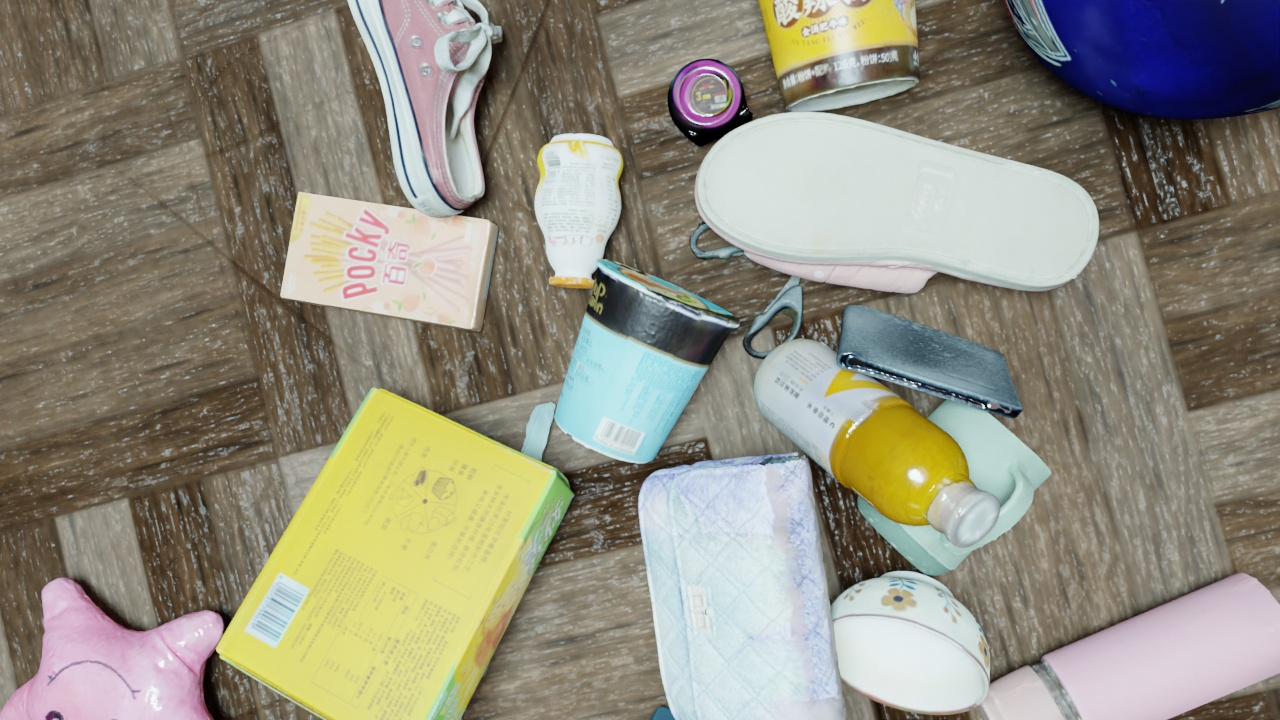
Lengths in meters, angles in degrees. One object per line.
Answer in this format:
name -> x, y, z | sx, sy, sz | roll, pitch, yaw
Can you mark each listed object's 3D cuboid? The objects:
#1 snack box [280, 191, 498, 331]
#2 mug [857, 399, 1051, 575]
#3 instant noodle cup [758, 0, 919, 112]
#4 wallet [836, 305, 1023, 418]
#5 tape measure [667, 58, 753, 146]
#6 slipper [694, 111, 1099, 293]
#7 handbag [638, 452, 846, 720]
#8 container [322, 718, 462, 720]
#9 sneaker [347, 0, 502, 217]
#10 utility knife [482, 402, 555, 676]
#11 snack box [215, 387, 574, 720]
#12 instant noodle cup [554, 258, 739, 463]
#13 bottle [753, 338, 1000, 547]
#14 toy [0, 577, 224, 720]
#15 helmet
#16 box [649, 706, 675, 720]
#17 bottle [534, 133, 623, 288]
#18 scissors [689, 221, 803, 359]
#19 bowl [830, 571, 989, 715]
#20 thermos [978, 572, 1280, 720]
snack box -> -0.193, -0.076, 0.706 | 0.157, 0.026, 0.084 | 9, 90, 6
mug -> 0.211, 0.090, 0.614 | 0.082, 0.111, 0.106 | 42, 96, -16
instant noodle cup -> 0.136, -0.237, 0.630 | 0.118, 0.118, 0.114 | -9, 96, 6
wallet -> 0.194, 0.000, 0.625 | 0.121, 0.097, 0.019 | 17, 116, 7
tape measure -> 0.049, -0.190, 0.673 | 0.057, 0.039, 0.058 | -26, 91, 5
slipper -> 0.174, -0.105, 0.643 | 0.274, 0.054, 0.114 | 9, 87, 6
handbag -> 0.067, 0.164, 0.620 | 0.134, 0.075, 0.194 | -12, 86, 45
container -> -0.198, 0.313, 0.672 | 0.114, 0.090, 0.090 | -2, 88, 10
sneaker -> -0.144, -0.227, 0.661 | 0.088, 0.118, 0.241 | -15, 87, 22
utility knife -> -0.099, 0.135, 0.699 | 0.029, 0.013, 0.216 | 17, 94, 9
snack box -> -0.164, 0.145, 0.640 | 0.158, 0.070, 0.209 | 23, 73, 14
instant noodle cup -> -0.004, 0.004, 0.651 | 0.111, 0.111, 0.120 | 25, 101, 6
bottle -> 0.148, 0.051, 0.593 | 0.068, 0.068, 0.189 | -50, 40, 3
toy -> -0.396, 0.269, 0.699 | 0.195, 0.074, 0.178 | 12, 82, 7
helmet -> 0.332, -0.302, 0.538 | 0.241, 0.246, 0.315 | 0, 96, 50
box -> 0.051, 0.326, 0.641 | 0.184, 0.089, 0.060 | 41, 100, 4
bottle -> -0.046, -0.108, 0.670 | 0.063, 0.063, 0.108 | 3, 89, 7
scissors -> 0.120, -0.081, 0.678 | 0.159, 0.014, 0.181 | 26, 90, 4
bowl -> 0.183, 0.186, 0.631 | 0.113, 0.114, 0.062 | 22, 49, 6
thermos -> 0.335, 0.222, 0.625 | 0.199, 0.067, 0.087 | -27, 116, 5
